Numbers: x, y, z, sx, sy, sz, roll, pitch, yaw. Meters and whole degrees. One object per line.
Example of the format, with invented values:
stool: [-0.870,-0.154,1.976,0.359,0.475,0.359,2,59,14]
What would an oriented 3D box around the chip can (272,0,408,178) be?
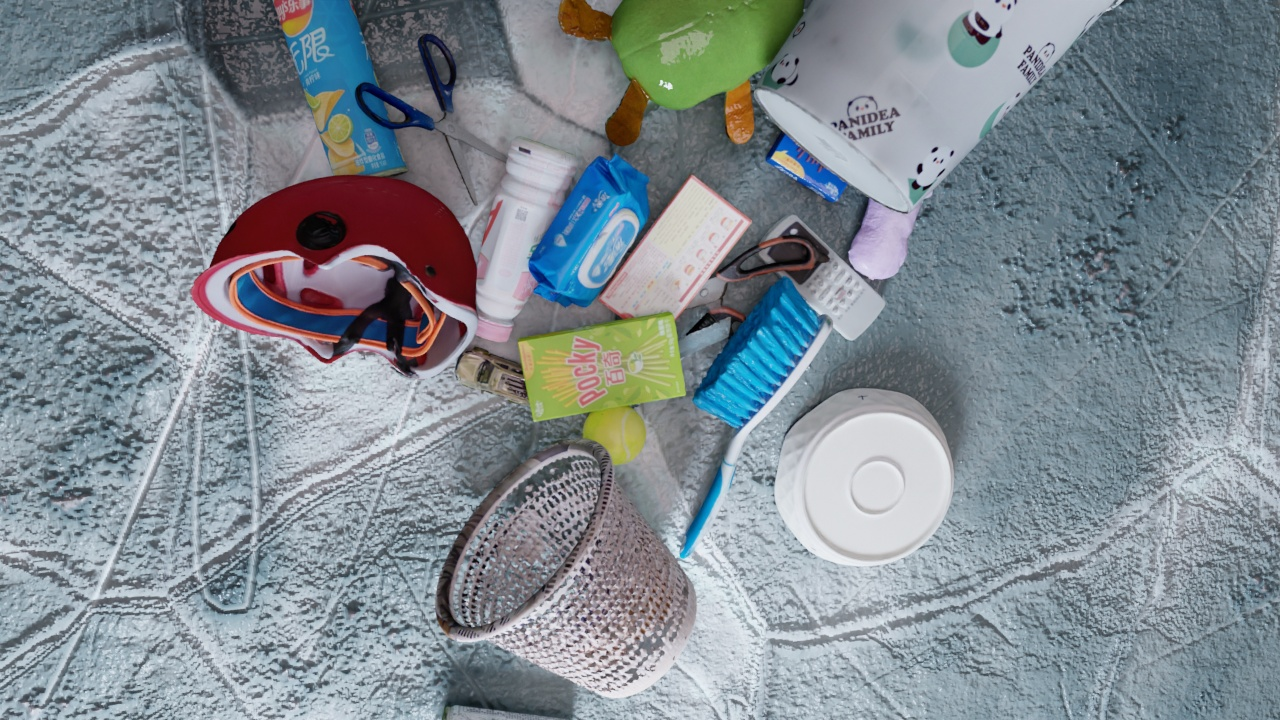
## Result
chip can: [-0.281,-0.268,0.847,0.071,0.071,0.210,-17,102,-4]

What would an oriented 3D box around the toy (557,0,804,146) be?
toy: [0.053,-0.313,0.875,0.246,0.090,0.227,-24,103,-6]

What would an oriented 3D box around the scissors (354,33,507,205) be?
scissors: [-0.190,-0.230,0.868,0.175,0.012,0.162,7,75,-40]

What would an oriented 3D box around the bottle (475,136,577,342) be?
bottle: [-0.121,-0.116,0.901,0.068,0.068,0.197,17,101,-10]

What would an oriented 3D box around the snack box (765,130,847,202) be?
snack box: [0.204,-0.251,0.938,0.084,0.026,0.157,30,95,-12]

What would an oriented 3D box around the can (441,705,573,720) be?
can: [-0.145,0.413,0.999,0.146,0.058,0.058,11,99,-10]

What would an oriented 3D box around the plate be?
plate: [0.251,0.134,1.007,0.205,0.045,0.205,-2,101,-8]

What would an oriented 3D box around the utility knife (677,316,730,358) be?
utility knife: [-0.006,0.006,0.943,0.219,0.015,0.033,-24,95,8]

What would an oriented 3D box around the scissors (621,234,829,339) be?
scissors: [0.088,-0.071,0.951,0.226,0.015,0.189,36,104,-12]

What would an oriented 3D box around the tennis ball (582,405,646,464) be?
tennis ball: [-0.027,0.076,0.948,0.065,0.065,0.065,-1,100,-8]

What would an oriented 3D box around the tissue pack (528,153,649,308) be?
tissue pack: [-0.045,-0.122,0.891,0.052,0.095,0.157,35,95,20]

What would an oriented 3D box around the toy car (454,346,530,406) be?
toy car: [-0.145,0.017,0.938,0.090,0.035,0.042,20,96,-8]

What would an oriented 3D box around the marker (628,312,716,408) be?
marker: [0.031,0.003,0.956,0.022,0.018,0.131,39,103,-16]

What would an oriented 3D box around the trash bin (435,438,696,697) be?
trash bin: [-0.056,0.222,0.910,0.227,0.227,0.192,-44,115,2]

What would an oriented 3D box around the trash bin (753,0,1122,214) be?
trash bin: [0.251,-0.285,0.818,0.229,0.229,0.252,36,99,-12]

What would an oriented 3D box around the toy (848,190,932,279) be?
toy: [0.254,-0.138,0.959,0.084,0.039,0.108,13,101,-10]

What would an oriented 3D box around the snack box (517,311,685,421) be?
snack box: [-0.038,0.006,0.914,0.156,0.026,0.086,-9,104,-3]

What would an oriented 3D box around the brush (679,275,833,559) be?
brush: [0.096,0.067,0.957,0.109,0.060,0.315,33,104,-15]

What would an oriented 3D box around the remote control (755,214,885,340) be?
remote control: [0.191,-0.088,0.969,0.150,0.021,0.058,40,93,-13]

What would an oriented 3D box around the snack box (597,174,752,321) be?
snack box: [0.033,-0.101,0.921,0.077,0.027,0.156,37,102,-7]

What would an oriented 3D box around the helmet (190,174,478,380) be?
helmet: [-0.261,-0.090,0.830,0.240,0.207,0.143,10,64,-11]
